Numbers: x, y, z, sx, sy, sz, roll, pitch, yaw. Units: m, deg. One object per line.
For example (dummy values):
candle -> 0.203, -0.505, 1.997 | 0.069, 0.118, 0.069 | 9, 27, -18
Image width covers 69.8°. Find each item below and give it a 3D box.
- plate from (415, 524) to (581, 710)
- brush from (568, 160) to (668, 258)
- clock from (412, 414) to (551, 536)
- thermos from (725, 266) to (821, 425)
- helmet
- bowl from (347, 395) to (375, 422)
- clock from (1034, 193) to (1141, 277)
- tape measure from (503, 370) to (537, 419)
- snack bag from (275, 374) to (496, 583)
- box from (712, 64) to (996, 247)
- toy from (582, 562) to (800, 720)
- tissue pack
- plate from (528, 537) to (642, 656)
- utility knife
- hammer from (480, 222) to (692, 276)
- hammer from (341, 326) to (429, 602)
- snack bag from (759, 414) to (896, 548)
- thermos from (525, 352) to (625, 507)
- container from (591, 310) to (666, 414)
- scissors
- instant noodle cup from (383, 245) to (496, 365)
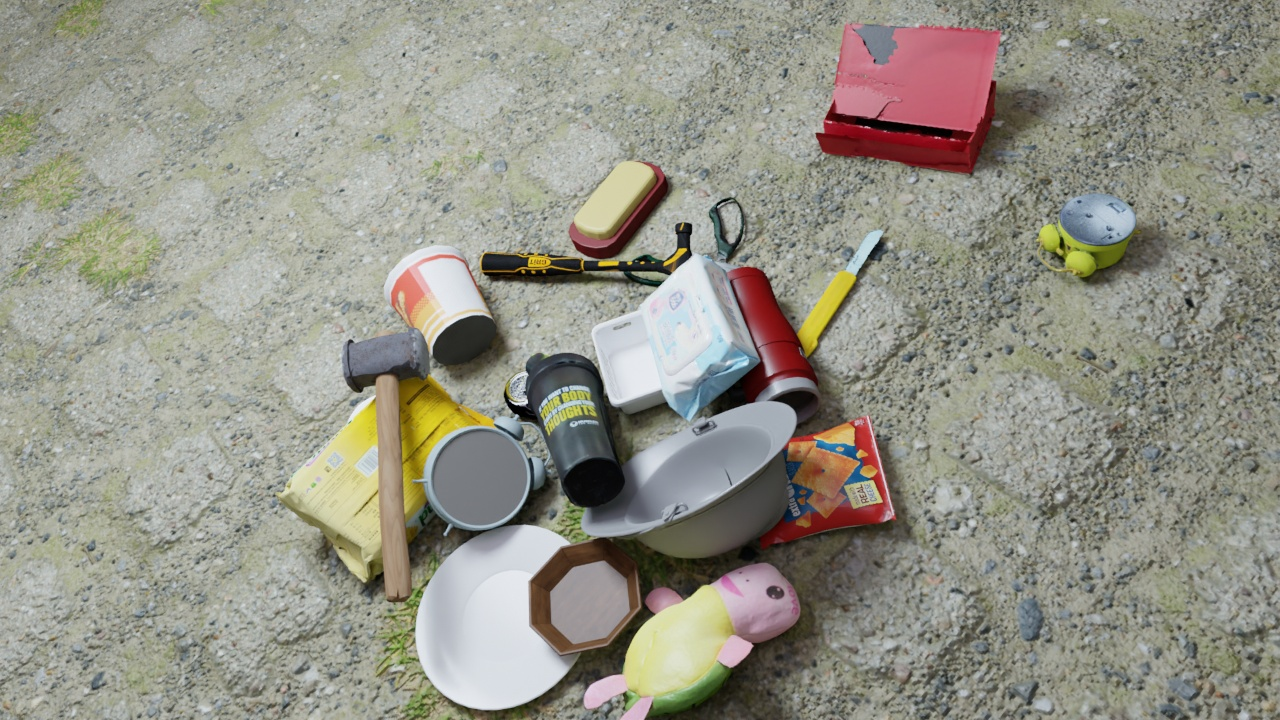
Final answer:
plate -> -0.150, 0.282, 1.020 | 0.209, 0.015, 0.208 | -8, 54, 11
brush -> -0.033, -0.225, 1.324 | 0.082, 0.042, 0.173 | 24, 66, 29
clock -> -0.179, 0.131, 1.077 | 0.159, 0.045, 0.122 | -31, 94, -19
thermos -> 0.136, -0.014, 1.100 | 0.108, 0.084, 0.198 | -18, 51, 2
helmet -> 0.074, 0.155, 0.984 | 0.272, 0.118, 0.182 | -27, 19, 28
bowl -> -0.335, 0.086, 1.190 | 0.115, 0.051, 0.114 | -8, 54, 11
clock -> 0.529, -0.147, 1.092 | 0.119, 0.057, 0.083 | -30, 54, -6
tape measure -> -0.143, 0.043, 1.174 | 0.061, 0.034, 0.061 | 16, 61, 23
snack bag -> -0.301, 0.124, 1.108 | 0.159, 0.068, 0.246 | 39, 72, 6
box -> 0.289, -0.273, 1.148 | 0.214, 0.171, 0.476 | 17, 24, 27
toy -> 0.052, 0.284, 0.909 | 0.237, 0.088, 0.190 | -34, 14, -21
tissue pack -> 0.065, -0.030, 1.075 | 0.112, 0.070, 0.181 | -39, 44, 27
plate -> -0.058, 0.254, 0.981 | 0.131, 0.025, 0.131 | -10, 51, 13
utility knife -> 0.249, -0.085, 1.157 | 0.030, 0.019, 0.224 | 27, 72, 25
hammer -> -0.080, -0.128, 1.265 | 0.321, 0.036, 0.123 | 3, 81, 22
hammer -> -0.281, 0.109, 1.030 | 0.098, 0.052, 0.327 | -11, 61, 1
snack bag -> 0.194, 0.132, 1.007 | 0.144, 0.039, 0.130 | -15, 54, 14
thermos -> -0.075, 0.073, 1.067 | 0.098, 0.098, 0.220 | -24, 36, -1
container -> -0.007, 0.007, 1.149 | 0.081, 0.049, 0.129 | -19, 53, 3
scissors -> 0.089, -0.154, 1.256 | 0.202, 0.015, 0.203 | 13, 59, 24
instant noodle cup -> -0.264, -0.069, 1.242 | 0.123, 0.123, 0.121 | -33, 61, -7
